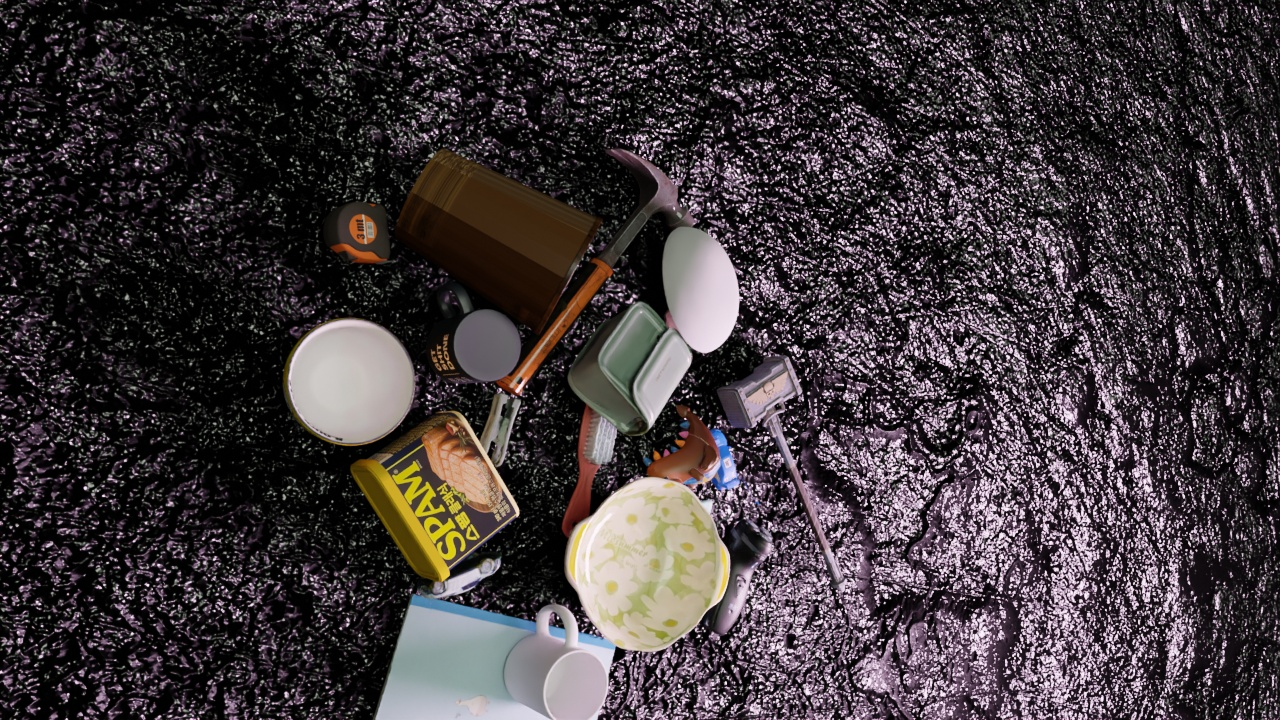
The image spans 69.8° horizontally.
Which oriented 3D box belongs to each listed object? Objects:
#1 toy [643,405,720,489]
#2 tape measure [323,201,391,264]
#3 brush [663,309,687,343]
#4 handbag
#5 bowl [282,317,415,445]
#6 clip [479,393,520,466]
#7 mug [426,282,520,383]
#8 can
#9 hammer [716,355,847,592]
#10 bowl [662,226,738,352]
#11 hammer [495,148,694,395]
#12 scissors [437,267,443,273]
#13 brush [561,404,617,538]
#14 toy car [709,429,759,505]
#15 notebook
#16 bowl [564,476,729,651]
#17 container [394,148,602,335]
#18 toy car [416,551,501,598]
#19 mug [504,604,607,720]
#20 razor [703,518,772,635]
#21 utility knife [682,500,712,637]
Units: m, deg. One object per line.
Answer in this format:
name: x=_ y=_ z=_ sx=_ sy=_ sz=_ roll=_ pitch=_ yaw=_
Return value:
toy: x=0.044 y=0.106 z=1.084 sx=0.090 sy=0.071 sz=0.103 roll=-18 pitch=72 yaw=-17
tape measure: x=-0.277 y=-0.123 z=0.892 sx=0.058 sy=0.038 sz=0.058 roll=-8 pitch=92 yaw=-46
brush: x=0.036 y=-0.032 z=1.101 sx=0.135 sy=0.015 sz=0.050 roll=-47 pitch=113 yaw=-19
handbag: x=-0.006 y=0.006 z=1.015 sx=0.106 sy=0.067 sz=0.121 roll=44 pitch=49 yaw=-13
bowl: x=-0.279 y=0.021 z=0.863 sx=0.117 sy=0.068 sz=0.117 roll=2 pitch=86 yaw=-33
clip: x=-0.151 y=0.073 z=0.969 sx=0.042 sy=0.023 sz=0.075 roll=23 pitch=73 yaw=-28
mug: x=-0.176 y=-0.029 z=0.925 sx=0.071 sy=0.078 sz=0.105 roll=-27 pitch=102 yaw=-31
can: x=-0.200 y=0.130 z=0.905 sx=0.104 sy=0.075 sz=0.135 roll=-37 pitch=107 yaw=-31
hammer: x=0.202 y=0.159 z=1.176 sx=0.098 sy=0.044 sz=0.322 roll=-31 pitch=104 yaw=-30
bowl: x=0.080 y=-0.086 z=1.063 sx=0.149 sy=0.043 sz=0.149 roll=25 pitch=60 yaw=-54
hammer: x=-0.063 y=-0.097 z=1.019 sx=0.313 sy=0.035 sz=0.138 roll=-54 pitch=126 yaw=-20
scissors: x=-0.144 y=-0.130 z=0.989 sx=0.141 sy=0.014 sz=0.158 roll=40 pitch=70 yaw=-24
brush: x=-0.053 y=0.115 z=1.025 sx=0.041 sy=0.030 sz=0.172 roll=19 pitch=78 yaw=-30
toy car: x=0.111 y=0.129 z=1.109 sx=0.033 sy=0.062 sz=0.092 roll=-23 pitch=100 yaw=-32
notebook: x=-0.150 y=0.359 z=0.961 sx=0.253 sy=0.009 sz=0.181 roll=23 pitch=75 yaw=-29
bowl: x=-0.002 y=0.226 z=1.034 sx=0.219 sy=0.060 sz=0.188 roll=17 pitch=78 yaw=-32
container: x=-0.142 y=-0.123 z=0.907 sx=0.167 sy=0.132 sz=0.132 roll=29 pitch=71 yaw=-7
toy car: x=-0.182 y=0.219 z=0.931 sx=0.089 sy=0.039 sz=0.027 roll=-18 pitch=99 yaw=-31
mug: x=-0.087 y=0.308 z=0.944 sx=0.073 sy=0.091 sz=0.110 roll=5 pitch=83 yaw=-33
razor: x=0.118 y=0.262 z=1.105 sx=0.053 sy=0.064 sz=0.140 roll=32 pitch=70 yaw=-26
utility knife: x=0.063 y=0.249 z=1.103 sx=0.022 sy=0.015 sz=0.165 roll=15 pitch=83 yaw=-32
